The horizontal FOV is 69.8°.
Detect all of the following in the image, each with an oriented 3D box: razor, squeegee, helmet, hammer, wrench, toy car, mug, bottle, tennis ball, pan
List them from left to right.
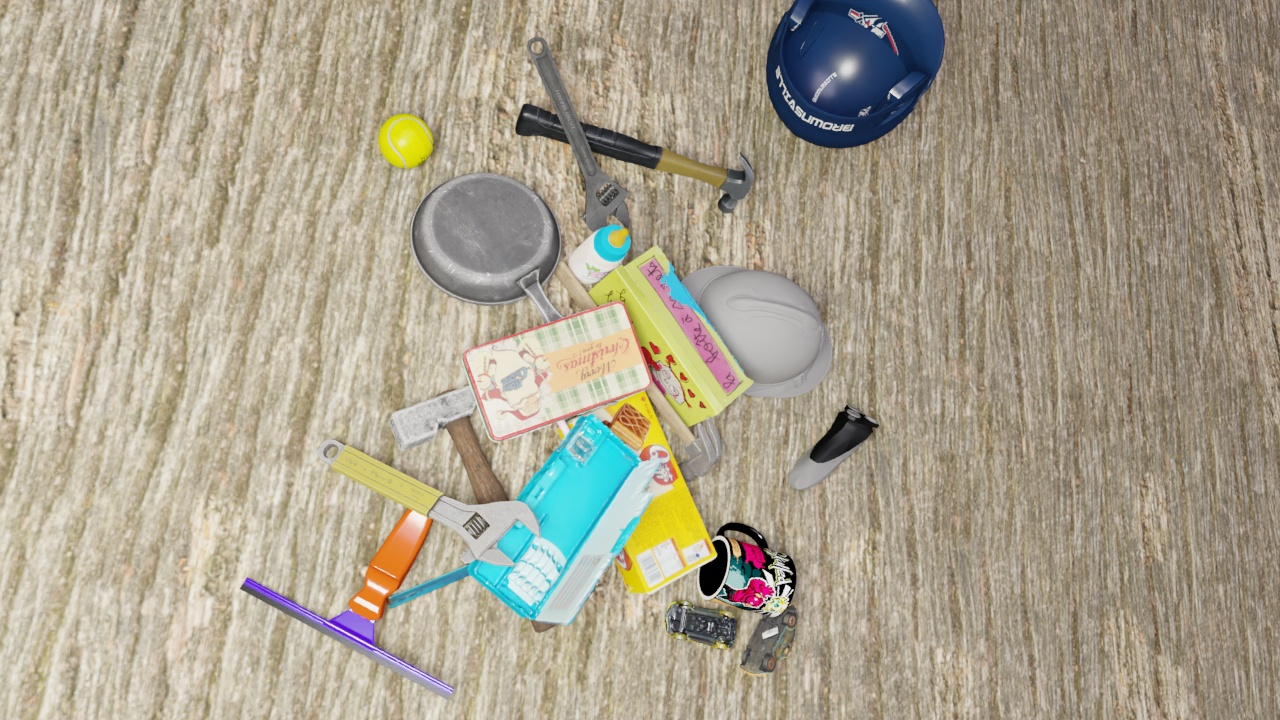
[{"bbox_3d":[-0.273,0.224,1.004,0.249,0.055,0.184,29,78,-1],"label":"squeegee"},{"bbox_3d":[-0.286,-0.268,1.119,0.065,0.066,0.065,6,75,-23],"label":"tennis ball"},{"bbox_3d":[-0.235,0.147,0.998,0.273,0.018,0.083,24,68,15],"label":"wrench"},{"bbox_3d":[-0.220,0.249,1.050,0.143,0.022,0.042,-20,77,-23],"label":"razor"},{"bbox_3d":[-0.136,0.159,1.081,0.217,0.037,0.300,-21,80,-28],"label":"hammer"},{"bbox_3d":[-0.137,-0.091,1.128,0.187,0.055,0.357,-36,80,-24],"label":"pan"},{"bbox_3d":[-0.081,-0.283,1.184,0.073,0.018,0.273,-25,113,-1],"label":"wrench"},{"bbox_3d":[-0.047,-0.137,1.150,0.051,0.146,0.051,6,75,-23],"label":"bottle"},{"bbox_3d":[-0.007,0.007,1.173,0.030,0.120,0.331,-32,83,-29],"label":"hammer"},{"bbox_3d":[-0.002,-0.280,1.237,0.332,0.118,0.025,14,64,-15],"label":"hammer"},{"bbox_3d":[0.075,0.333,1.157,0.107,0.030,0.049,21,71,-21],"label":"toy car"},{"bbox_3d":[0.135,0.262,1.182,0.098,0.082,0.117,19,43,-19],"label":"mug"},{"bbox_3d":[0.182,-0.050,1.249,0.271,0.118,0.183,16,71,-22],"label":"helmet"},{"bbox_3d":[0.173,0.364,1.185,0.047,0.047,0.111,51,57,-26],"label":"toy car"},{"bbox_3d":[0.265,0.125,1.283,0.057,0.060,0.156,36,78,34],"label":"razor"},{"bbox_3d":[0.309,-0.440,1.338,0.232,0.223,0.272,38,94,4],"label":"helmet"}]

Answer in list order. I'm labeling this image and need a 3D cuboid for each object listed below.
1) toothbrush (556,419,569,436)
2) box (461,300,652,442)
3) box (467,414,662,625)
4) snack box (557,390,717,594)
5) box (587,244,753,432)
[{"bbox_3d":[-0.108,0.053,1.101,0.022,0.015,0.154,-31,84,7],"label":"toothbrush"},{"bbox_3d":[-0.098,0.012,1.073,0.205,0.049,0.117,-18,89,-16],"label":"box"},{"bbox_3d":[-0.070,0.169,1.003,0.098,0.122,0.226,45,63,-17],"label":"box"},{"bbox_3d":[-0.004,0.163,1.145,0.109,0.062,0.230,-23,87,-27],"label":"snack box"},{"bbox_3d":[0.031,-0.026,1.175,0.080,0.125,0.221,-39,96,-29],"label":"box"}]
